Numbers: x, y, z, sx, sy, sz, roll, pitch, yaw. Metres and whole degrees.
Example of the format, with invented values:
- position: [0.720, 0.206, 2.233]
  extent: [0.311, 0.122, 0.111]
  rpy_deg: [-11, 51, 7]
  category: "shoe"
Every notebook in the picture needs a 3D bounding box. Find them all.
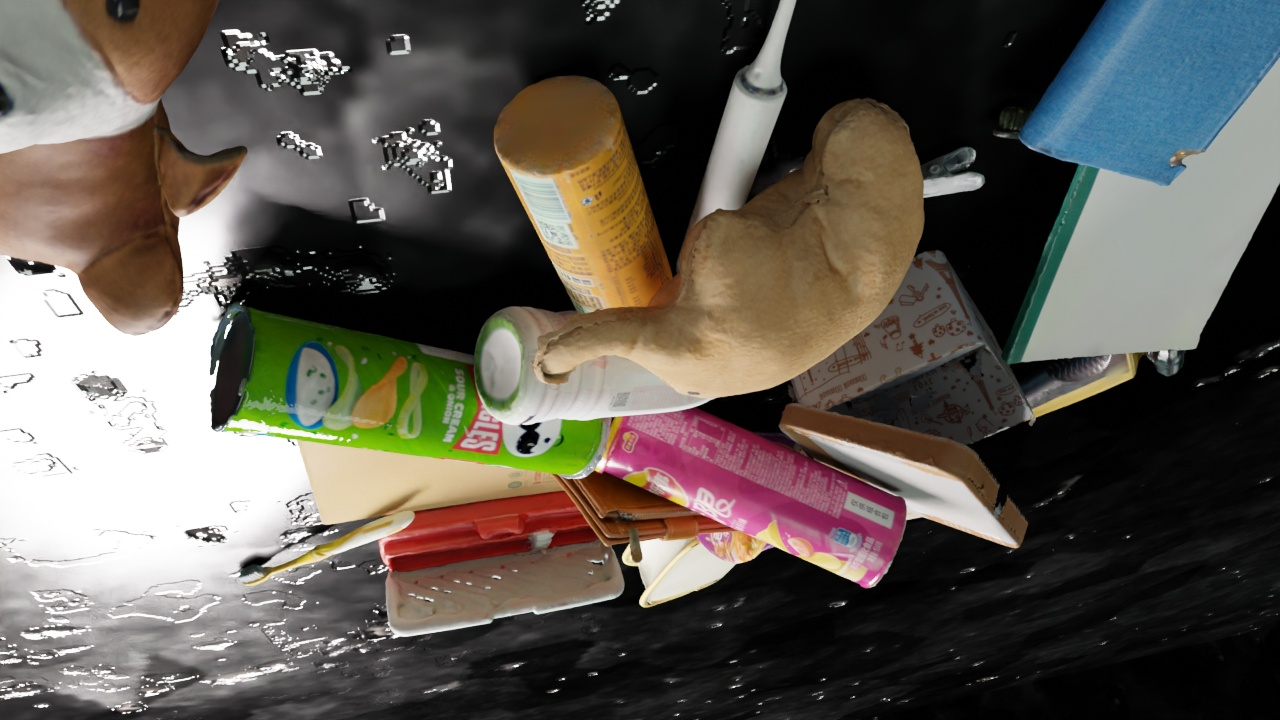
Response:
- position: [0.315, -0.088, 0.550]
  extent: [0.150, 0.012, 0.210]
  rpy_deg: [-5, 128, -15]
  category: "notebook"
- position: [-0.143, 0.077, 0.698]
  extent: [0.207, 0.008, 0.148]
  rpy_deg: [-6, 148, -14]
  category: "notebook"

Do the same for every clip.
- position: [0.167, -0.102, 0.527]
  extent: [0.057, 0.028, 0.024]
  rpy_deg: [-13, 149, 17]
  category: "clip"

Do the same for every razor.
- position: [0.373, 0.012, 0.769]
  extent: [0.067, 0.062, 0.168]
  rpy_deg: [38, 132, -18]
  category: "razor"

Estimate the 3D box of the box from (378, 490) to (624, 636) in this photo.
- position: [-0.116, 0.177, 0.783]
  extent: [0.201, 0.099, 0.096]
  rpy_deg: [-7, 149, -14]
  category: "box"

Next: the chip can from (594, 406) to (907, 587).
- position: [0.076, 0.086, 0.645]
  extent: [0.210, 0.071, 0.072]
  rpy_deg: [24, 143, 0]
  category: "chip can"

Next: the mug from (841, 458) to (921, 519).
- position: [0.203, 0.110, 0.838]
  extent: [0.105, 0.081, 0.115]
  rpy_deg: [-6, 175, -17]
  category: "mug"

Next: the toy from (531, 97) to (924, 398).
- position: [0.055, -0.034, 0.472]
  extent: [0.225, 0.082, 0.143]
  rpy_deg: [-37, 137, -10]
  category: "toy"

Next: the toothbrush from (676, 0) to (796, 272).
- position: [0.051, -0.114, 0.453]
  extent: [0.026, 0.027, 0.222]
  rpy_deg: [-44, 163, -32]
  category: "toothbrush"

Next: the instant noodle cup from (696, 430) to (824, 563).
- position: [0.105, 0.106, 0.763]
  extent: [0.099, 0.111, 0.112]
  rpy_deg: [-1, 147, -36]
  category: "instant noodle cup"

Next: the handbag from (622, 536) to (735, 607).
- position: [0.084, 0.165, 0.894]
  extent: [0.178, 0.063, 0.164]
  rpy_deg: [-8, 149, -29]
  category: "handbag"

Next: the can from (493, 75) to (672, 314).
- position: [-0.023, -0.071, 0.460]
  extent: [0.058, 0.058, 0.146]
  rpy_deg: [-17, 149, 4]
  category: "can"

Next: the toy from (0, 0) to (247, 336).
- position: [-0.198, -0.098, 0.293]
  extent: [0.140, 0.130, 0.200]
  rpy_deg: [13, 131, -29]
  category: "toy"

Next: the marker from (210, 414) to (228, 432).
- position: [-0.198, 0.034, 0.595]
  extent: [0.145, 0.016, 0.017]
  rpy_deg: [-3, 147, -18]
  category: "marker"

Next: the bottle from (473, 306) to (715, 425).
- position: [-0.003, 0.003, 0.573]
  extent: [0.196, 0.068, 0.068]
  rpy_deg: [1, 147, -39]
  category: "bottle"

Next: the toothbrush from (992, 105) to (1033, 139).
- position: [0.290, -0.125, 0.539]
  extent: [0.212, 0.026, 0.027]
  rpy_deg: [2, 113, -24]
  category: "toothbrush"

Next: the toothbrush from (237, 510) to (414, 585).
- position: [-0.262, 0.154, 0.755]
  extent: [0.192, 0.016, 0.018]
  rpy_deg: [-23, 140, 22]
  category: "toothbrush"

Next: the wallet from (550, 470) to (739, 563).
- position: [0.009, 0.098, 0.687]
  extent: [0.130, 0.119, 0.035]
  rpy_deg: [3, 122, -35]
  category: "wallet"

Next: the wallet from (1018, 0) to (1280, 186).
- position: [0.264, -0.154, 0.450]
  extent: [0.106, 0.040, 0.133]
  rpy_deg: [6, 133, -20]
  category: "wallet"

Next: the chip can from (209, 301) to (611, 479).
- position: [-0.131, 0.024, 0.556]
  extent: [0.235, 0.072, 0.072]
  rpy_deg: [14, 139, -38]
  category: "chip can"

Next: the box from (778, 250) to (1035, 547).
- position: [0.194, 0.052, 0.644]
  extent: [0.151, 0.168, 0.182]
  rpy_deg: [-30, 147, 21]
  category: "box"
